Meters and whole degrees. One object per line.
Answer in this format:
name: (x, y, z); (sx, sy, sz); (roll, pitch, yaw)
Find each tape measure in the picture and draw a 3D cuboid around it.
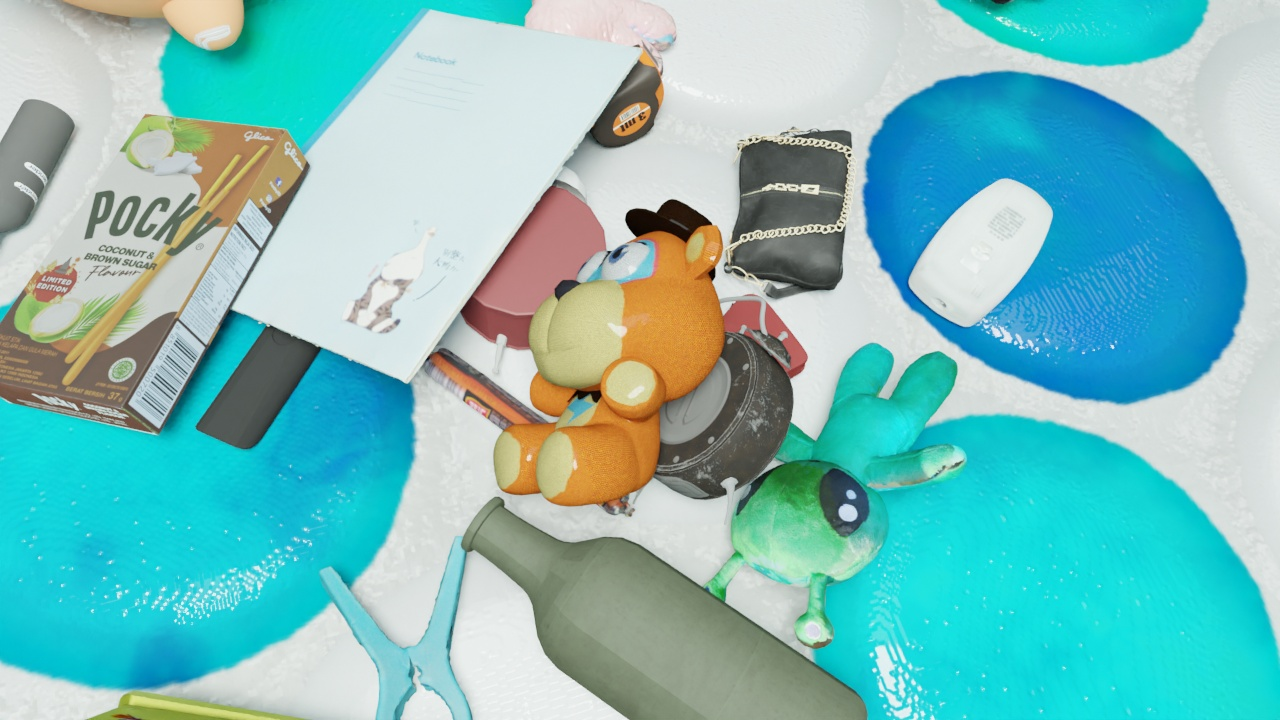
tape measure: (-0.014, -0.174, 0.605); (0.058, 0.059, 0.038); (-33, 70, 3)
tape measure: (0.065, -0.008, 0.554); (0.051, 0.019, 0.059); (-27, 64, -16)

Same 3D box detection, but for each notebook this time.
notebook: (-0.134, -0.115, 0.547); (0.181, 0.009, 0.252); (19, 65, 26)

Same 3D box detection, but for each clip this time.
clip: (-0.102, 0.149, 0.455); (0.103, 0.027, 0.120); (-11, 65, -9)

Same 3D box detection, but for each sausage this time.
sausage: (-0.064, 0.038, 0.516); (0.155, 0.020, 0.020); (36, 65, 11)

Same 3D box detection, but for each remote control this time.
remote control: (0.224, -0.073, 0.599); (0.060, 0.028, 0.114); (37, 66, 12)
remote control: (-0.201, -0.015, 0.528); (0.033, 0.015, 0.146); (23, 63, 5)

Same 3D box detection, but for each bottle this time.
bottle: (0.004, 0.136, 0.446); (0.207, 0.072, 0.071); (33, 65, 10)
bottle: (-0.373, -0.102, 0.543); (0.030, 0.030, 0.112); (9, 63, -2)

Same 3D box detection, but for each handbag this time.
handbag: (0.095, -0.097, 0.590); (0.079, 0.054, 0.128); (6, 66, 9)

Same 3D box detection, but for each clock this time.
clock: (-0.070, -0.066, 0.550); (0.096, 0.048, 0.137); (-14, 66, -13)
clock: (0.042, 0.026, 0.498); (0.043, 0.091, 0.122); (37, 69, -33)

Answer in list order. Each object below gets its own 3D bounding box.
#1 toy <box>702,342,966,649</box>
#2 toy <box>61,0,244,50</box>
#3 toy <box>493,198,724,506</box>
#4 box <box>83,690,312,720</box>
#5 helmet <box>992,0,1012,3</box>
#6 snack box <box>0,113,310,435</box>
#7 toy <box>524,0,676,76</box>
toy: (0.109, 0.065, 0.499); (0.131, 0.072, 0.192); (10, 51, 43)
toy: (-0.318, -0.338, 0.550); (0.280, 0.266, 0.262); (43, 80, -16)
toy: (-0.009, -0.003, 0.471); (0.096, 0.112, 0.175); (44, 67, -20)
box: (-0.131, 0.217, 0.374); (0.221, 0.080, 0.124); (8, 79, 0)
helmet: (0.257, -0.400, 0.685); (0.217, 0.167, 0.272); (-19, 72, -31)
snack box: (-0.276, -0.056, 0.517); (0.101, 0.032, 0.185); (9, 62, 15)
toy: (-0.027, -0.233, 0.639); (0.105, 0.053, 0.108); (21, 62, -8)
